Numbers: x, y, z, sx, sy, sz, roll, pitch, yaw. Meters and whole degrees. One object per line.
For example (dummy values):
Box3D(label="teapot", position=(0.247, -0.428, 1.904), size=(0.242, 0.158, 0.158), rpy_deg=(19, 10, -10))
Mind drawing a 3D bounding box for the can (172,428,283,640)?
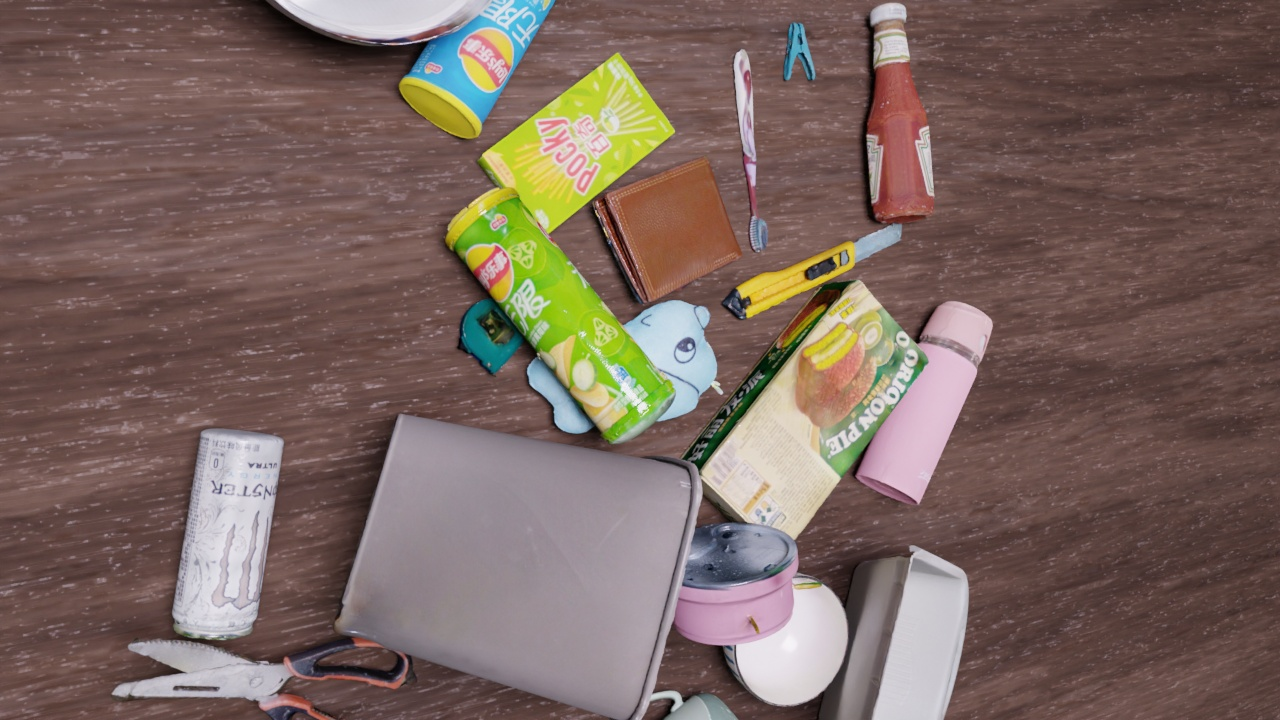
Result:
Box3D(label="can", position=(-0.304, 0.125, 0.676), size=(0.058, 0.058, 0.146), rpy_deg=(9, 87, -21))

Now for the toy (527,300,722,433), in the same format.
Box3D(label="toy", position=(-0.005, 0.005, 0.795), size=(0.156, 0.050, 0.161), rpy_deg=(33, 76, -10))

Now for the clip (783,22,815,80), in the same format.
Box3D(label="clip", position=(0.150, -0.293, 0.872), size=(0.034, 0.013, 0.055), rpy_deg=(-9, 93, -22))

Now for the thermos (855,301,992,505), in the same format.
Box3D(label="thermos", position=(0.284, 0.043, 0.903), size=(0.087, 0.067, 0.198), rpy_deg=(41, 72, -49))

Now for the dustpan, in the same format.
Box3D(label="dustpan", position=(0.253, 0.283, 0.822), size=(0.142, 0.258, 0.222), rpy_deg=(15, 84, 3))

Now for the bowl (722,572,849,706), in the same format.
Box3D(label="bowl", position=(0.123, 0.246, 0.836), size=(0.116, 0.066, 0.116), rpy_deg=(0, 91, -20))

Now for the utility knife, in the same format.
Box3D(label="utility knife", position=(0.172, -0.091, 0.880), size=(0.217, 0.015, 0.033), rpy_deg=(-25, 102, -19))

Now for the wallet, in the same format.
Box3D(label="wallet", position=(0.029, -0.116, 0.810), size=(0.124, 0.032, 0.101), rpy_deg=(-28, 100, -30))

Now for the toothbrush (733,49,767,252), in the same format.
Box3D(label="toothbrush", position=(0.103, -0.195, 0.852), size=(0.016, 0.017, 0.187), rpy_deg=(-6, 93, -22))

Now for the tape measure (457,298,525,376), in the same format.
Box3D(label="tape measure", position=(-0.122, -0.024, 0.763), size=(0.054, 0.025, 0.058), rpy_deg=(43, 75, -17))

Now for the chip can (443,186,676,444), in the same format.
Box3D(label="chip can", position=(-0.062, -0.034, 0.732), size=(0.072, 0.073, 0.221), rpy_deg=(-39, 88, -17))

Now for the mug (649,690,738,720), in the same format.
Box3D(label="mug", position=(0.033, 0.340, 0.801), size=(0.106, 0.082, 0.111), rpy_deg=(-35, 71, -17))

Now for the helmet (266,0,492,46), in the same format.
Box3D(label="helmet", position=(-0.216, -0.343, 0.662), size=(0.228, 0.146, 0.259), rpy_deg=(-40, 109, -15))

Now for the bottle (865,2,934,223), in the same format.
Box3D(label="bottle", position=(0.246, -0.238, 0.886), size=(0.059, 0.060, 0.206), rpy_deg=(-4, 89, -21))

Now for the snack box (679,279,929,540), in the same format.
Box3D(label="snack box", position=(0.151, 0.048, 0.848), size=(0.114, 0.063, 0.239), rpy_deg=(44, 76, -16))

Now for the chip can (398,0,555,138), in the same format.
Box3D(label="chip can", position=(-0.111, -0.286, 0.742), size=(0.071, 0.071, 0.210), rpy_deg=(32, 79, -18))

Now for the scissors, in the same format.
Box3D(label="scissors", position=(-0.268, 0.248, 0.680), size=(0.196, 0.015, 0.213), rpy_deg=(-27, 118, -30))

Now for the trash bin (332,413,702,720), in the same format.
Box3D(label="trash bin", position=(-0.099, 0.142, 0.694), size=(0.219, 0.199, 0.199), rpy_deg=(17, 82, -13))

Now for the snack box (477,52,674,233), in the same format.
Box3D(label="snack box", position=(-0.053, -0.184, 0.788), size=(0.156, 0.026, 0.086), rpy_deg=(-41, 103, -16))

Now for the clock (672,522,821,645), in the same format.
Box3D(label="clock", position=(0.058, 0.181, 0.764), size=(0.117, 0.159, 0.060), rpy_deg=(-21, 109, -44))
